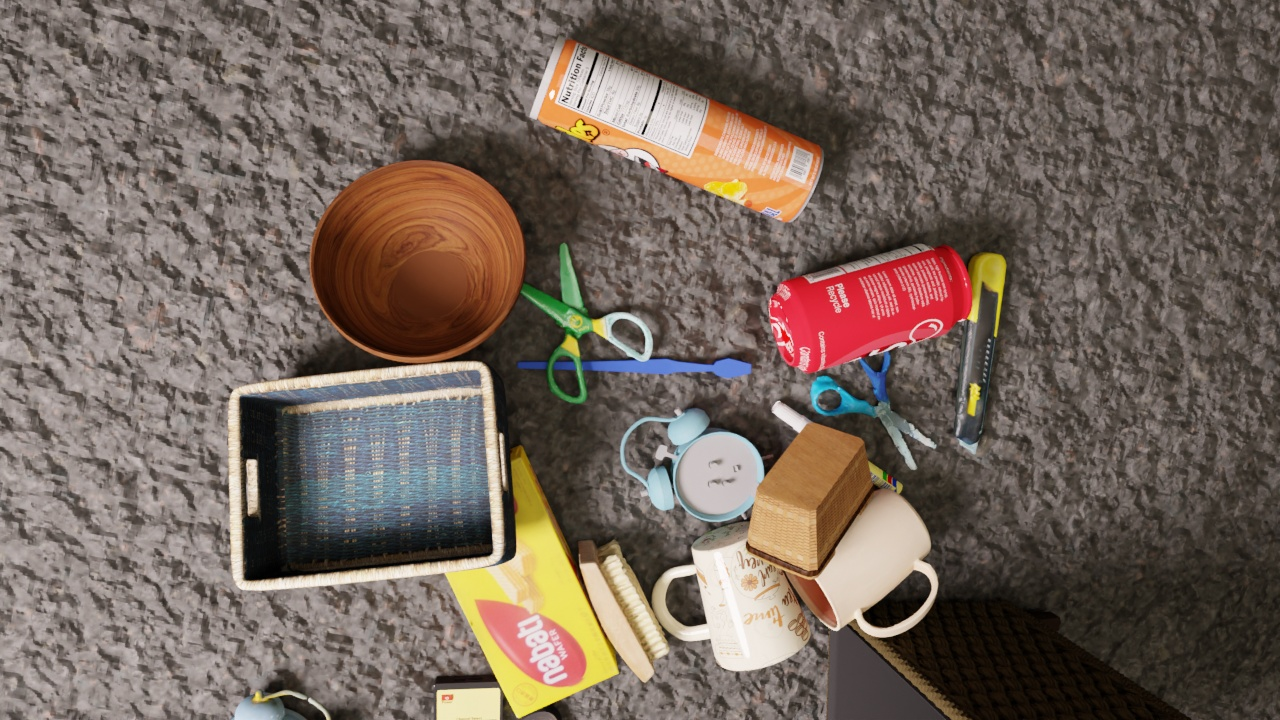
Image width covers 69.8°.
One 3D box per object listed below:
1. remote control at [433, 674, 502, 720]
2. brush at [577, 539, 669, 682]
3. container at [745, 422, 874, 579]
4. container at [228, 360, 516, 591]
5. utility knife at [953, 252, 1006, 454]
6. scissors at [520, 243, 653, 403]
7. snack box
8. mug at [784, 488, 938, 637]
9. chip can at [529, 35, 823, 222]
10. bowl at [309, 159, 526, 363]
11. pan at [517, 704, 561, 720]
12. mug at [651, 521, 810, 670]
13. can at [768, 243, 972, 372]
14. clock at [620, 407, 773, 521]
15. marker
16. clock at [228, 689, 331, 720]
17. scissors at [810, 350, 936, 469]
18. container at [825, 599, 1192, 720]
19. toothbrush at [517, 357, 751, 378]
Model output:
[{"bbox_3d":[-0.144,0.329,0.768,0.058,0.013,0.133,0,100,-8],"label":"remote control"},{"bbox_3d":[-0.014,0.199,0.745,0.039,0.049,0.117,-25,102,-1],"label":"brush"},{"bbox_3d":[0.132,0.102,0.708,0.113,0.063,0.061,-43,139,-38],"label":"container"},{"bbox_3d":[-0.188,0.083,0.660,0.187,0.071,0.145,-6,80,1],"label":"container"},{"bbox_3d":[0.282,-0.004,0.767,0.029,0.020,0.171,1,101,-6],"label":"utility knife"},{"bbox_3d":[-0.042,-0.032,0.716,0.119,0.012,0.128,-8,95,-5],"label":"scissors"},{"bbox_3d":[-0.097,0.177,0.733,0.092,0.042,0.201,-23,102,-2],"label":"snack box"},{"bbox_3d":[0.185,0.166,0.740,0.104,0.111,0.085,-32,143,-11],"label":"mug"},{"bbox_3d":[0.028,-0.169,0.680,0.210,0.062,0.062,20,96,-11],"label":"chip can"},{"bbox_3d":[-0.155,-0.063,0.663,0.147,0.069,0.147,1,75,-4],"label":"bowl"},{"bbox_3d":[-0.037,0.459,0.790,0.248,0.043,0.356,-18,102,-4],"label":"pan"},{"bbox_3d":[0.066,0.193,0.753,0.122,0.081,0.097,-17,95,22],"label":"mug"},{"bbox_3d":[0.177,-0.042,0.716,0.142,0.074,0.074,-16,101,-5],"label":"can"},{"bbox_3d":[0.043,0.084,0.737,0.123,0.042,0.087,21,96,-12],"label":"clock"},{"bbox_3d":[0.164,0.074,0.766,0.132,0.014,0.014,34,93,-12],"label":"marker"},{"bbox_3d":[-0.293,0.315,0.726,0.089,0.051,0.124,34,94,-10],"label":"clock"},{"bbox_3d":[0.211,0.034,0.766,0.135,0.015,0.086,34,92,-13],"label":"scissors"},{"bbox_3d":[0.300,0.313,0.679,0.205,0.321,0.176,-3,100,-14],"label":"container"},{"bbox_3d":[-0.004,0.004,0.735,0.186,0.011,0.016,1,100,-5],"label":"toothbrush"}]
